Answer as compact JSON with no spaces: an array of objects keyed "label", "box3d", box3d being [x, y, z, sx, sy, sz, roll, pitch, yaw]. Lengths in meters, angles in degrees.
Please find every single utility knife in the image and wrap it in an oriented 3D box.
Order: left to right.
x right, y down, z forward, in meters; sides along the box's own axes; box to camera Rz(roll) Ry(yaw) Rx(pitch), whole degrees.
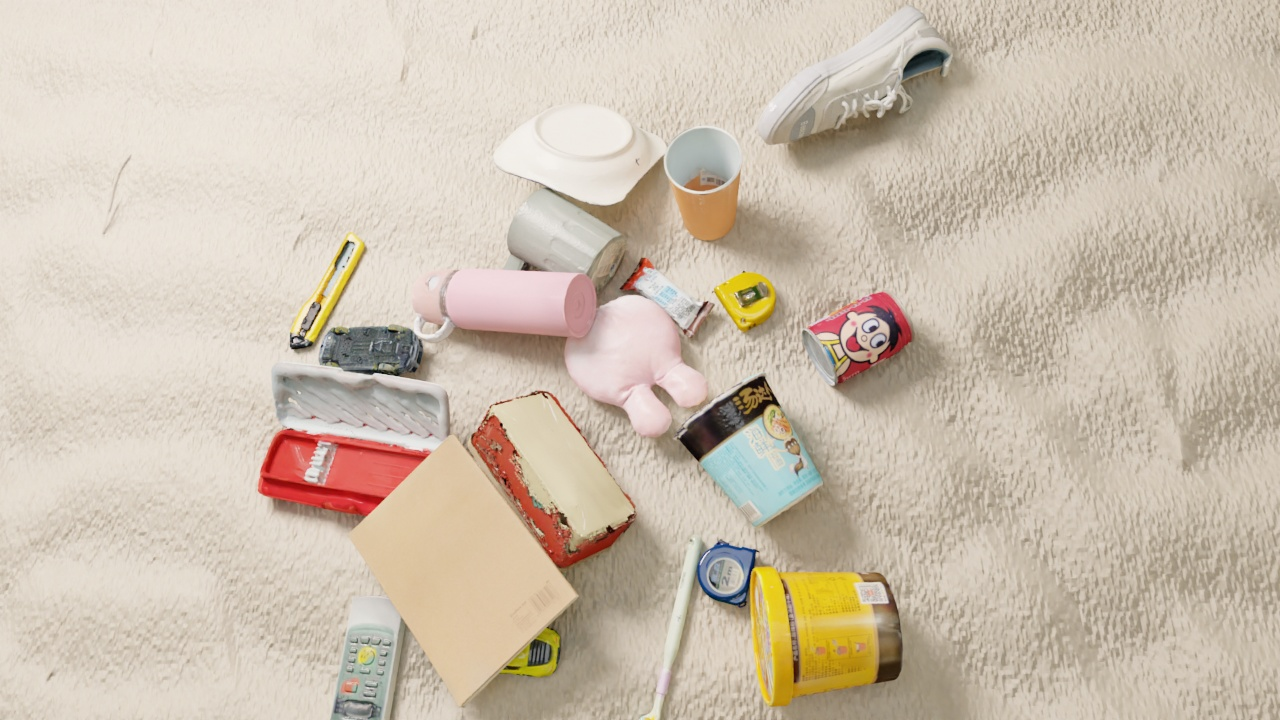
[{"label":"utility knife","box3d":[-0.359,-0.080,1.047,0.033,0.015,0.153,20,74,11]}]

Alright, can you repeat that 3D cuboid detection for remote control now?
[{"label":"remote control","box3d":[-0.265,0.299,0.895,0.056,0.019,0.135,3,71,9]}]

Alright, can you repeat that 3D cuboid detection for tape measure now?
[{"label":"tape measure","box3d":[0.082,0.203,0.879,0.054,0.025,0.058,12,68,14]},{"label":"tape measure","box3d":[0.114,-0.066,0.969,0.057,0.029,0.060,-30,69,-4]}]

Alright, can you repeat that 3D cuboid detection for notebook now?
[{"label":"notebook","box3d":[-0.173,0.194,0.871,0.149,0.012,0.211,-44,66,3]}]

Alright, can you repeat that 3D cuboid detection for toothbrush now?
[{"label":"toothbrush","box3d":[0.031,0.257,0.870,0.020,0.029,0.189,27,69,-28]}]

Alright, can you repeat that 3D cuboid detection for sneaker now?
[{"label":"sneaker","box3d":[0.240,-0.292,1.007,0.242,0.090,0.090,-35,74,-12]}]

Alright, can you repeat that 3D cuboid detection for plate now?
[{"label":"plate","box3d":[-0.065,-0.243,1.019,0.164,0.034,0.163,23,48,15]}]

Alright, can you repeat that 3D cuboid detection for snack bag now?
[{"label":"snack bag","box3d":[0.027,-0.069,0.983,0.104,0.026,0.048,35,85,17]}]

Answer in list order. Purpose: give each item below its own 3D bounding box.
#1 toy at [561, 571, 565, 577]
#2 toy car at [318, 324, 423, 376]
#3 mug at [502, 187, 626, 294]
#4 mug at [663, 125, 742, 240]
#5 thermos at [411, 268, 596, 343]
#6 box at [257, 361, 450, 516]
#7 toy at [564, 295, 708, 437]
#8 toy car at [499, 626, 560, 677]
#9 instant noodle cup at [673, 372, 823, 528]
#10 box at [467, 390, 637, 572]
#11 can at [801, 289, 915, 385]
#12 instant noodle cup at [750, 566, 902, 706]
[{"label":"toy","box3d":[-0.147,0.205,0.895,0.156,0.050,0.161,16,65,23]},{"label":"toy car","box3d":[-0.295,-0.009,1.003,0.121,0.037,0.054,1,71,19]},{"label":"mug","box3d":[-0.088,-0.109,0.994,0.103,0.083,0.124,32,104,16]},{"label":"mug","box3d":[0.069,-0.180,0.966,0.078,0.123,0.078,-2,71,7]},{"label":"thermos","box3d":[-0.150,-0.054,0.959,0.199,0.067,0.087,4,61,25]},{"label":"box","box3d":[-0.295,0.085,0.955,0.201,0.065,0.160,8,92,11]},{"label":"toy","box3d":[-0.006,0.005,0.945,0.121,0.054,0.159,-37,64,-2]},{"label":"toy car","box3d":[-0.129,0.275,0.879,0.105,0.032,0.048,2,71,11]},{"label":"instant noodle cup","box3d":[0.111,0.090,0.879,0.111,0.111,0.120,-34,77,-5]},{"label":"box","box3d":[-0.084,0.109,0.888,0.091,0.078,0.168,-16,60,-45]},{"label":"can","box3d":[0.218,-0.024,0.919,0.094,0.066,0.066,-28,69,-3]},{"label":"instant noodle cup","box3d":[0.161,0.239,0.811,0.114,0.119,0.118,-5,70,-2]}]
